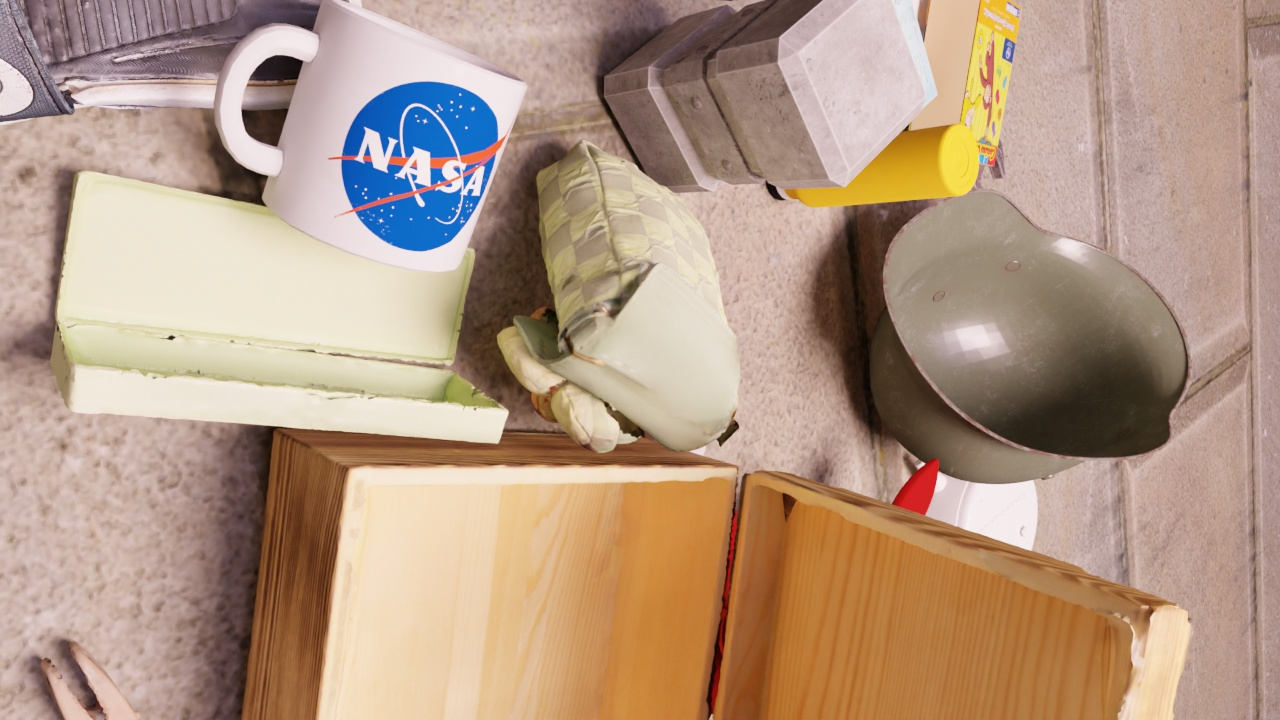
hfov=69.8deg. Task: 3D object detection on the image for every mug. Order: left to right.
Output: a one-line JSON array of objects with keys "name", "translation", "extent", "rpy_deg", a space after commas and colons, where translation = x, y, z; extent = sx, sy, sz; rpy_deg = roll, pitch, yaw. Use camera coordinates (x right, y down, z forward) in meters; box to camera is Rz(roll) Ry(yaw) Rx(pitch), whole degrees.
[{"name": "mug", "translation": [-0.121, -0.101, 0.400], "extent": [0.121, 0.091, 0.090], "rpy_deg": [11, 111, -40]}]

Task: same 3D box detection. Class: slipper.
[{"name": "slipper", "translation": [-0.225, -0.142, 0.348], "extent": [0.263, 0.063, 0.111], "rpy_deg": [-14, 103, -41]}]

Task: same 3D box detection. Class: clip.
[{"name": "clip", "translation": [-0.236, 0.150, 0.390], "extent": [0.061, 0.026, 0.049], "rpy_deg": [41, 72, -42]}]

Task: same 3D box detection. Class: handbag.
[{"name": "handbag", "translation": [-0.019, -0.029, 0.498], "extent": [0.113, 0.117, 0.186], "rpy_deg": [38, 28, -38]}]

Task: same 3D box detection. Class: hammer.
[{"name": "hammer", "translation": [0.142, -0.226, 0.561], "extent": [0.317, 0.163, 0.083], "rpy_deg": [-44, 120, -22]}]

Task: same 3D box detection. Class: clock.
[{"name": "clock", "translation": [0.301, 0.143, 0.804], "extent": [0.125, 0.073, 0.161], "rpy_deg": [-24, 109, -36]}]

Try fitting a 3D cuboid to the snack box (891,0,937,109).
[{"name": "snack box", "translation": [0.155, -0.251, 0.662], "extent": [0.074, 0.053, 0.175], "rpy_deg": [-42, 120, -30]}]

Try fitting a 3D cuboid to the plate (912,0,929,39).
[{"name": "plate", "translation": [0.233, -0.292, 0.723], "extent": [0.134, 0.011, 0.135], "rpy_deg": [-20, 117, -47]}]

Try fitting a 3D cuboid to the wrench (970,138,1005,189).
[{"name": "wrench", "translation": [0.276, -0.269, 0.789], "extent": [0.069, 0.010, 0.273], "rpy_deg": [-32, 113, -34]}]

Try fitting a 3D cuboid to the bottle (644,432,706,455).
[{"name": "bottle", "translation": [0.024, 0.039, 0.582], "extent": [0.044, 0.044, 0.136], "rpy_deg": [7, 90, -40]}]

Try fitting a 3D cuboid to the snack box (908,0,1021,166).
[{"name": "snack box", "translation": [0.259, -0.224, 0.732], "extent": [0.088, 0.040, 0.126], "rpy_deg": [-8, 108, -50]}]

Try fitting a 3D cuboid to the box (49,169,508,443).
[{"name": "box", "translation": [-0.149, -0.016, 0.410], "extent": [0.187, 0.082, 0.098], "rpy_deg": [5, 102, -40]}]

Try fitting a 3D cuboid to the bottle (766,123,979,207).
[{"name": "bottle", "translation": [0.146, -0.125, 0.604], "extent": [0.043, 0.144, 0.043], "rpy_deg": [-4, 96, -40]}]

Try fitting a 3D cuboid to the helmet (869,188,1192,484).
[{"name": "helmet", "translation": [0.282, 0.004, 0.707], "extent": [0.267, 0.154, 0.226], "rpy_deg": [-13, 63, -19]}]

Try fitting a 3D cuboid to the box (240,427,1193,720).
[{"name": "box", "translation": [0.022, 0.194, 0.403], "extent": [0.286, 0.337, 0.279], "rpy_deg": [5, 93, -42]}]

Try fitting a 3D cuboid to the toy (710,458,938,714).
[{"name": "toy", "translation": [0.125, 0.159, 0.627], "extent": [0.196, 0.121, 0.158], "rpy_deg": [-17, 116, -33]}]
